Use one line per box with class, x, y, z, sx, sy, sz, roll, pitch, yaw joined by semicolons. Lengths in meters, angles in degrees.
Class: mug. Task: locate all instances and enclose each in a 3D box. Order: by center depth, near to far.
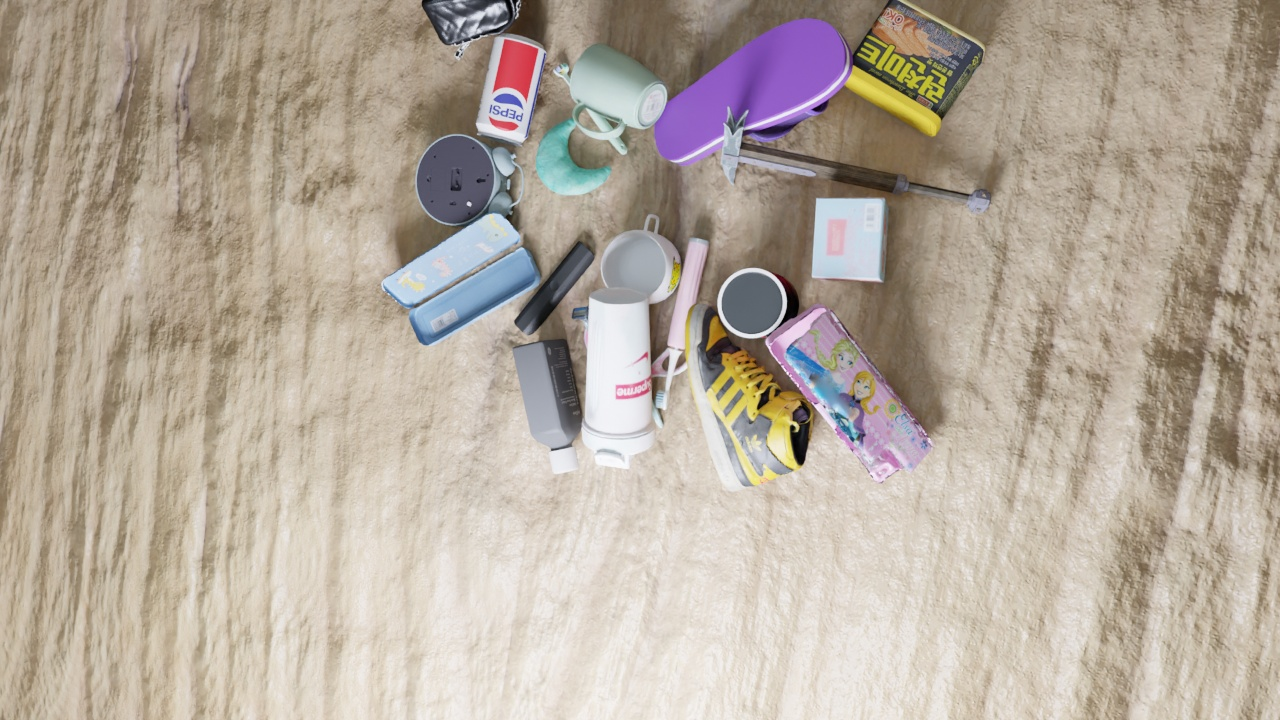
mug;0.158;-0.057;1.106;0.118;0.098;0.082;39;103;13
mug;-0.033;-0.327;1.150;0.104;0.084;0.111;35;84;25
mug;0.004;-0.129;1.170;0.094;0.068;0.115;15;97;17

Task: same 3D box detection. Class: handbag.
handbag;-0.200;-0.476;1.200;0.125;0.115;0.153;-5;50;17

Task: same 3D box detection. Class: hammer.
hammer;0.250;-0.216;1.078;0.317;0.147;0.028;14;72;6

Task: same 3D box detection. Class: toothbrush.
toothbrush;0.051;-0.046;1.166;0.026;0.027;0.222;13;89;24
toothbrush;-0.064;-0.332;1.211;0.022;0.015;0.154;-34;80;-14

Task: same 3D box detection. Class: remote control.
remote control;-0.117;-0.097;1.239;0.033;0.015;0.147;44;104;12

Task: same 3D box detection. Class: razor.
razor;-0.062;-0.001;1.212;0.042;0.022;0.144;-1;102;60

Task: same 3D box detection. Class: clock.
clock;-0.233;-0.244;1.256;0.159;0.045;0.122;6;94;17

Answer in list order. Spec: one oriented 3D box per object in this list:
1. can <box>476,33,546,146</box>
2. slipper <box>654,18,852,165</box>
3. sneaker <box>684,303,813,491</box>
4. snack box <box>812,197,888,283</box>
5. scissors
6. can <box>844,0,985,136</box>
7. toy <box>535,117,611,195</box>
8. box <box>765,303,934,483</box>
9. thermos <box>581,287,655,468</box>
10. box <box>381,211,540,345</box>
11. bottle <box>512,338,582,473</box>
can;-0.172;-0.358;1.217;0.070;0.070;0.132;16;97;17
slipper;0.146;-0.313;1.115;0.267;0.084;0.107;-21;70;37
sneaker;0.136;0.036;1.123;0.122;0.085;0.238;-13;92;24
snack box;0.247;-0.139;1.076;0.079;0.094;0.093;4;94;19
scissors;-0.001;0.007;1.207;0.177;0.013;0.170;-32;82;17
can;0.313;-0.340;1.058;0.131;0.072;0.101;36;100;14
toy;-0.095;-0.262;1.218;0.085;0.033;0.105;-36;80;5
box;0.244;0.046;1.051;0.085;0.070;0.230;-36;107;15
thermos;-0.029;0.024;1.140;0.099;0.099;0.221;7;113;18
box;-0.246;-0.113;1.269;0.210;0.043;0.125;-28;103;17
bottle;-0.115;0.061;1.211;0.046;0.083;0.174;-12;90;18
